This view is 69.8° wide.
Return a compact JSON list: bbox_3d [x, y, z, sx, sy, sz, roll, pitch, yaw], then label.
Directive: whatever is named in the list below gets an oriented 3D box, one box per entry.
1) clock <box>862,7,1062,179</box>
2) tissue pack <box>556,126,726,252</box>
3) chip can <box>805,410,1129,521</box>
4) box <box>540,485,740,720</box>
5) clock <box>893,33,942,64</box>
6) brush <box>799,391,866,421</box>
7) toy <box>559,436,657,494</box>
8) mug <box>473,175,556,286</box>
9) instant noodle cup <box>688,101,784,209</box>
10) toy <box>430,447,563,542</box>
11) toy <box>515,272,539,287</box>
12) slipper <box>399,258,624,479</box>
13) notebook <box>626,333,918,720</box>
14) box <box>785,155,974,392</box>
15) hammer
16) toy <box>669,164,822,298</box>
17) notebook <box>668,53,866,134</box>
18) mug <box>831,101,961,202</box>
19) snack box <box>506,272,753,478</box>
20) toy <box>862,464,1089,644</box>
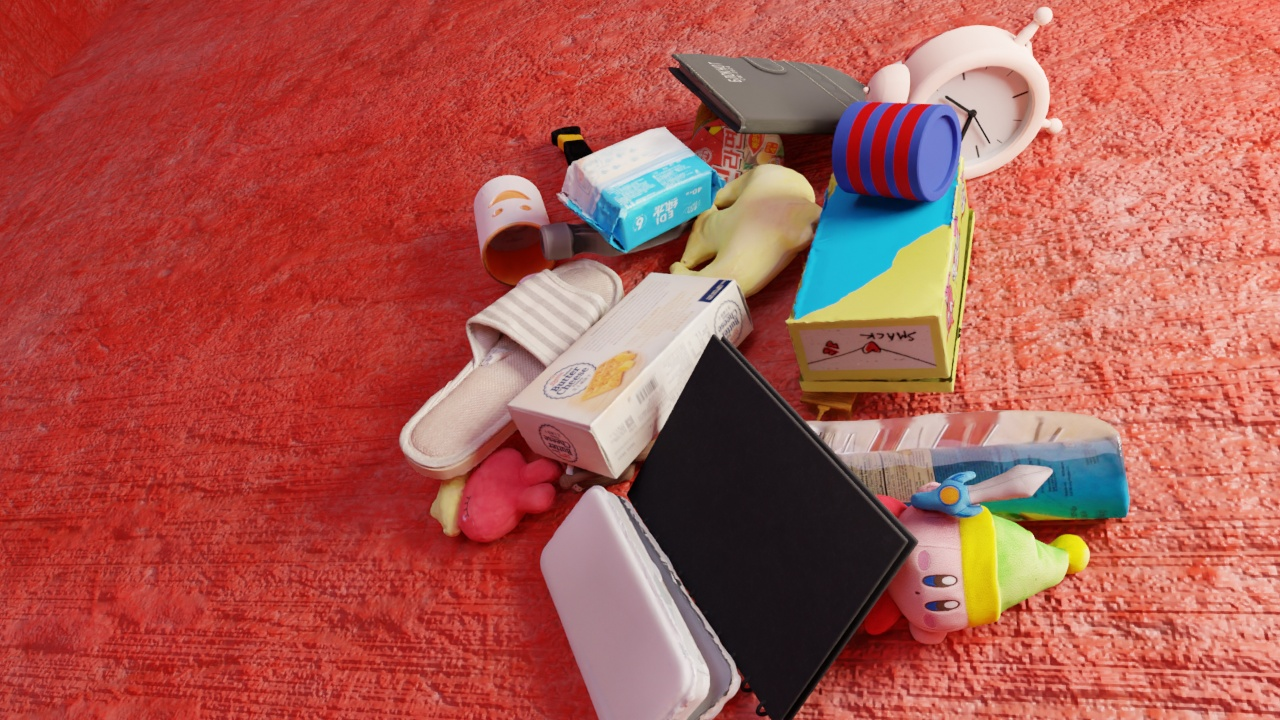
[{"bbox_3d":[0.287,-0.234,0.827,0.160,0.131,0.086,-24,44,9],"label":"clock"},{"bbox_3d":[-0.001,-0.165,0.887,0.144,0.062,0.093,-28,57,-22],"label":"tissue pack"},{"bbox_3d":[0.207,0.075,0.638,0.230,0.080,0.079,-6,49,24],"label":"chip can"},{"bbox_3d":[-0.015,0.183,0.671,0.118,0.063,0.213,-45,44,10],"label":"box"},{"bbox_3d":[0.301,-0.286,0.924,0.124,0.044,0.087,-27,45,-3],"label":"clock"},{"bbox_3d":[0.158,0.026,0.749,0.048,0.017,0.126,10,58,35],"label":"brush"},{"bbox_3d":[-0.022,0.085,0.778,0.101,0.041,0.055,-20,2,-8],"label":"toy"},{"bbox_3d":[-0.141,-0.145,1.021,0.082,0.082,0.105,-26,43,6],"label":"mug"},{"bbox_3d":[0.096,-0.237,0.969,0.100,0.100,0.112,-17,38,15],"label":"instant noodle cup"},{"bbox_3d":[-0.127,0.116,0.806,0.135,0.045,0.091,-9,50,30],"label":"toy"},{"bbox_3d":[-0.111,-0.054,0.950,0.064,0.047,0.109,4,57,40],"label":"toy"},{"bbox_3d":[-0.117,-0.002,0.853,0.114,0.054,0.272,27,62,25],"label":"slipper"},{"bbox_3d":[0.074,0.113,0.650,0.231,0.019,0.169,52,123,46],"label":"notebook"},{"bbox_3d":[0.204,-0.075,0.756,0.125,0.079,0.220,-3,40,25],"label":"box"},{"bbox_3d":[-0.050,-0.203,1.035,0.169,0.034,0.324,-10,35,-11],"label":"hammer"},{"bbox_3d":[0.105,-0.120,0.876,0.155,0.064,0.170,3,57,43],"label":"toy"},{"bbox_3d":[0.151,-0.270,0.932,0.208,0.030,0.169,-3,39,-27],"label":"notebook"},{"bbox_3d":[0.220,-0.174,0.755,0.076,0.075,0.111,16,25,40],"label":"mug"},{"bbox_3d":[-0.005,0.005,0.792,0.104,0.057,0.207,10,43,43],"label":"snack box"},{"bbox_3d":[0.209,0.120,0.586,0.132,0.124,0.096,0,12,32],"label":"toy"}]
